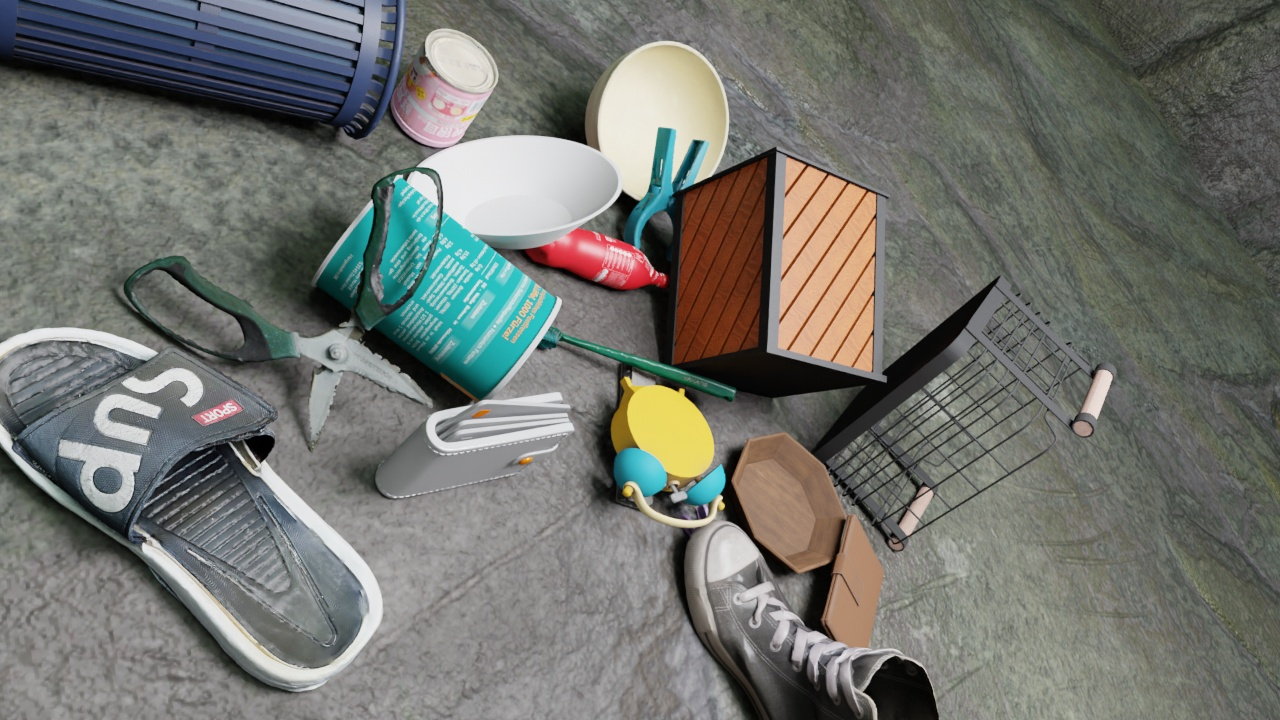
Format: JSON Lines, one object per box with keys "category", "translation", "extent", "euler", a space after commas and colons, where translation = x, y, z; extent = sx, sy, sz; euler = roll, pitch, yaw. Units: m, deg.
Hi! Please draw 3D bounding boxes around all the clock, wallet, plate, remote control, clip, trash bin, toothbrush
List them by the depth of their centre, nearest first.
{"category": "wallet", "translation": [-0.102, 0.051, 0.615], "extent": [0.118, 0.116, 0.037], "euler": [-8, 68, -42]}
{"category": "trash bin", "translation": [-0.306, -0.246, 0.627], "extent": [0.249, 0.140, 0.139], "euler": [4, 61, -36]}
{"category": "clock", "translation": [0.020, 0.074, 0.736], "extent": [0.099, 0.044, 0.129], "euler": [13, 50, -32]}
{"category": "plate", "translation": [-0.102, -0.131, 0.755], "extent": [0.174, 0.036, 0.173], "euler": [1, 38, -1]}
{"category": "clip", "translation": [0.054, 0.145, 0.758], "extent": [0.029, 0.013, 0.050], "euler": [-22, 81, -44]}
{"category": "remote control", "translation": [-0.003, 0.059, 0.766], "extent": [0.033, 0.013, 0.136], "euler": [21, 53, -27]}
{"category": "toothbrush", "translation": [-0.005, 0.005, 0.775], "extent": [0.189, 0.016, 0.017], "euler": [18, 52, -18]}
{"category": "wallet", "translation": [0.188, 0.208, 0.809], "extent": [0.087, 0.013, 0.120], "euler": [59, 38, -28]}
{"category": "plate", "translation": [0.127, 0.128, 0.818], "extent": [0.131, 0.025, 0.131], "euler": [20, 52, -29]}
{"category": "trash bin", "translation": [0.120, -0.068, 0.821], "extent": [0.139, 0.140, 0.171], "euler": [13, 76, -34]}
{"category": "clip", "translation": [0.040, -0.149, 0.881], "extent": [0.120, 0.030, 0.130], "euler": [31, 88, -32]}

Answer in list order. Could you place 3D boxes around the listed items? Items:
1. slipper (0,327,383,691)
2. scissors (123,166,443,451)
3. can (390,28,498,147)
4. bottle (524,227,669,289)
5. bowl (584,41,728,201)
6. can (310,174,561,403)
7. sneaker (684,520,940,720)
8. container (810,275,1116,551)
{"category": "slipper", "translation": [-0.249, 0.073, 0.522], "extent": [0.264, 0.063, 0.111], "euler": [50, 44, -6]}
{"category": "scissors", "translation": [-0.205, -0.050, 0.587], "extent": [0.201, 0.015, 0.206], "euler": [30, 91, -12]}
{"category": "can", "translation": [-0.166, -0.227, 0.772], "extent": [0.067, 0.076, 0.067], "euler": [20, 52, -28]}
{"category": "bottle", "translation": [-0.034, -0.090, 0.816], "extent": [0.141, 0.042, 0.041], "euler": [16, 54, -31]}
{"category": "bowl", "translation": [0.005, -0.231, 0.895], "extent": [0.150, 0.075, 0.151], "euler": [-11, 111, -31]}
{"category": "can", "translation": [-0.144, -0.049, 0.657], "extent": [0.144, 0.100, 0.099], "euler": [38, 45, -14]}
{"category": "sneaker", "translation": [0.126, 0.216, 0.695], "extent": [0.095, 0.120, 0.234], "euler": [-10, 68, -43]}
{"category": "container", "translation": [0.291, 0.054, 0.858], "extent": [0.130, 0.242, 0.162], "euler": [46, 43, 5]}
